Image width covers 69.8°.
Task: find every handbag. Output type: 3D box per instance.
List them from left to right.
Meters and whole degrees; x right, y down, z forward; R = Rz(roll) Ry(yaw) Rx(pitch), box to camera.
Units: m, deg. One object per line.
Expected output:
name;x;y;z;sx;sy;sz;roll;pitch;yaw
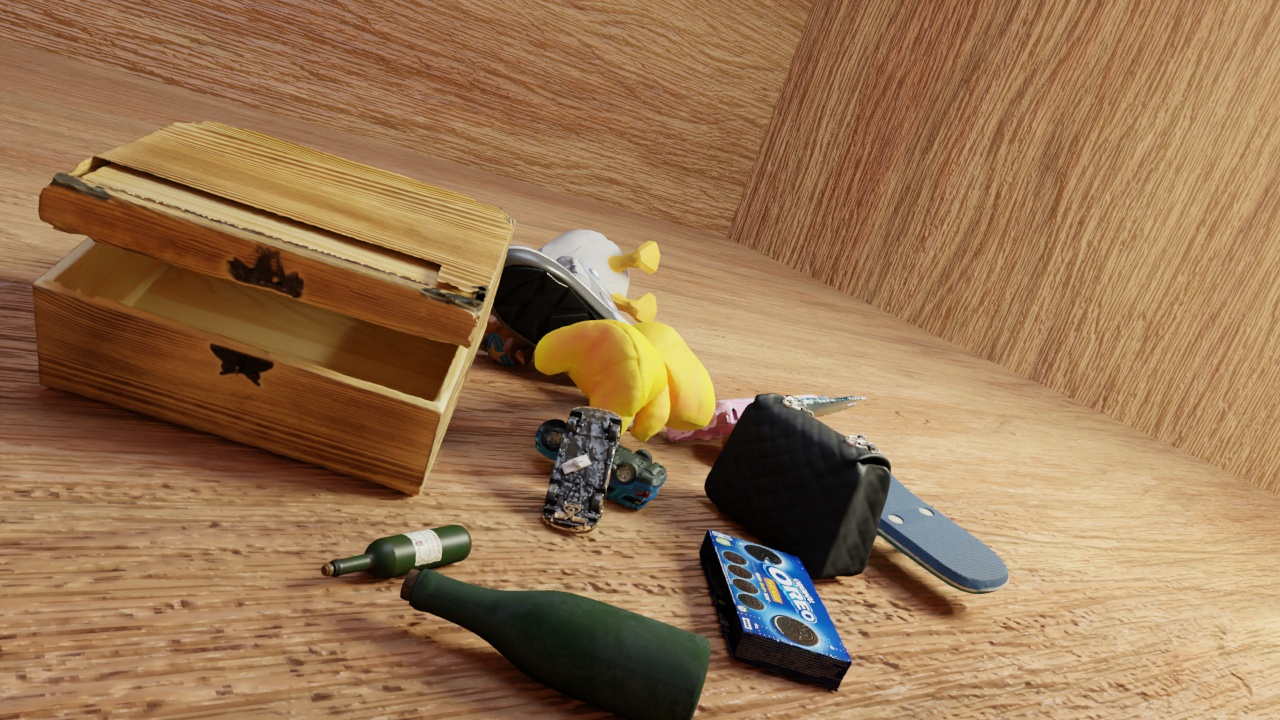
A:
handbag;0.155;0.107;0.819;0.114;0.125;0.154;9;17;-38

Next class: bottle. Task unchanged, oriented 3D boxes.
bottle;-0.149;0.120;0.564;0.025;0.025;0.105;29;17;33
bottle;-0.051;0.154;0.512;0.174;0.055;0.055;19;14;3

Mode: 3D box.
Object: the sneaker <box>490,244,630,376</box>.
sneaker;-0.096;-0.083;1.029;0.256;0.093;0.160;42;21;-49

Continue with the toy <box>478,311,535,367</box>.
toy;-0.140;-0.045;1.039;0.071;0.090;0.102;17;43;28

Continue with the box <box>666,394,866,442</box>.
box;0.153;0.054;1.022;0.160;0.035;0.230;-20;-12;35

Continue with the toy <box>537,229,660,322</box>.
toy;-0.106;-0.120;1.334;0.268;0.141;0.246;7;9;25

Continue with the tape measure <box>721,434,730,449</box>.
tape measure;0.119;0.101;0.989;0.059;0.030;0.068;18;7;-8

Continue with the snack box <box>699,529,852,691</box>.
snack box;0.095;0.178;0.672;0.082;0.027;0.150;18;14;-10

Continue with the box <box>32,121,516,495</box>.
box;-0.251;-0.069;0.703;0.279;0.176;0.246;17;34;-7

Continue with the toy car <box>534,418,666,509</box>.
toy car;-0.037;0.089;0.796;0.120;0.044;0.056;26;15;13

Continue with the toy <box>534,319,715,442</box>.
toy;-0.005;0.005;0.850;0.134;0.088;0.193;49;19;22

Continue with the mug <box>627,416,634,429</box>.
mug;-0.012;0.017;0.987;0.113;0.084;0.070;57;-8;-36

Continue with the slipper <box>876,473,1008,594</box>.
slipper;0.225;0.149;0.905;0.118;0.060;0.295;4;23;-37

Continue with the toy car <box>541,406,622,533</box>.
toy car;-0.046;0.093;0.737;0.047;0.047;0.111;12;56;4
